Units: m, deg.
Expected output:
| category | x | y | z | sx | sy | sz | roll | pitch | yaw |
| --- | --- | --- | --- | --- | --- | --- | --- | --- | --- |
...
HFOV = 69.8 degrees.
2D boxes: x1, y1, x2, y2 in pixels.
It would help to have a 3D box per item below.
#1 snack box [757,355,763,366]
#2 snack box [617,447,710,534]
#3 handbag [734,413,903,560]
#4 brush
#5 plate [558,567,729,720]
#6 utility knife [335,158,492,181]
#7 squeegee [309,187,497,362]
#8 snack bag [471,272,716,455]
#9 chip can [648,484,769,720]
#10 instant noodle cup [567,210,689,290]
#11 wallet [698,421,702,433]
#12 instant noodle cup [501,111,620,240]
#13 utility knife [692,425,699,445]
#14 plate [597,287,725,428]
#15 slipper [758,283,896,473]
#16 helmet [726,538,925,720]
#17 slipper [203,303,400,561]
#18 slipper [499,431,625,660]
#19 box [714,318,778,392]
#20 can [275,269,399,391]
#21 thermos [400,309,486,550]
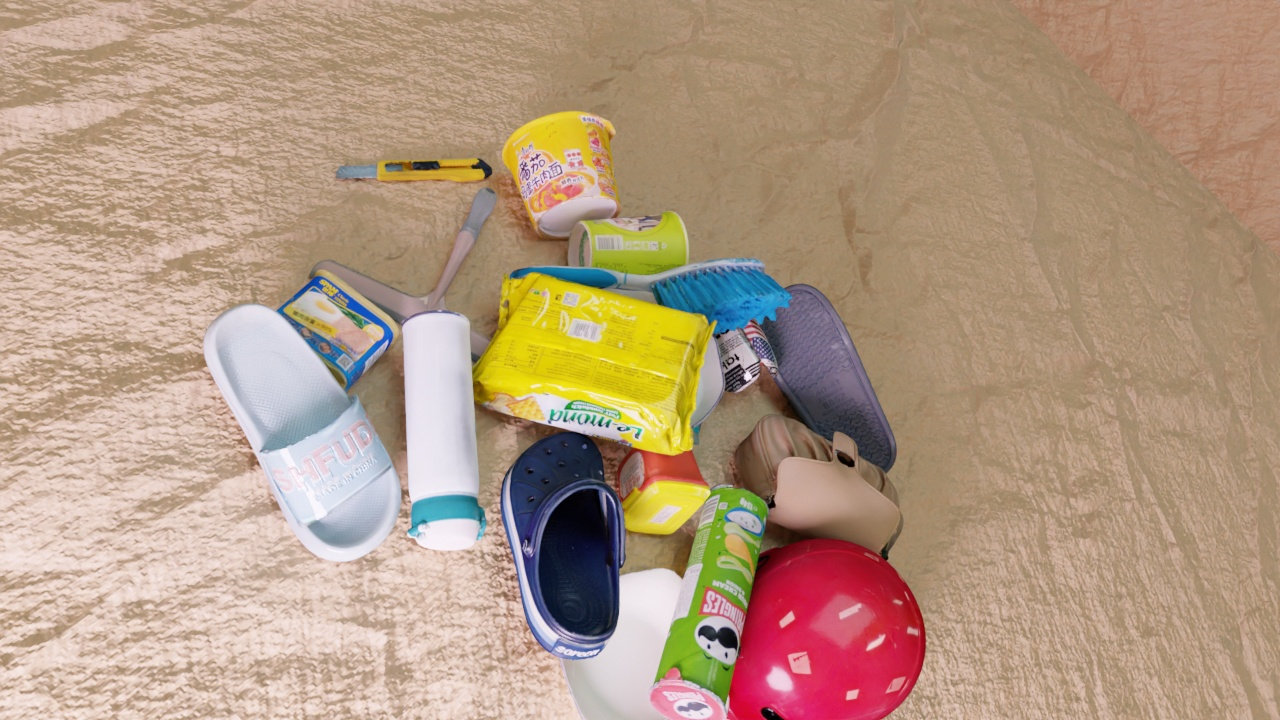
| category | x | y | z | sx | sy | sz | roll | pitch | yaw |
| --- | --- | --- | --- | --- | --- | --- | --- | --- | --- |
| snack box | 0.091 | -0.050 | 1.183 | 0.076 | 0.027 | 0.155 | -15 | 68 | -39 |
| snack box | 0.018 | 0.128 | 0.965 | 0.082 | 0.091 | 0.080 | 11 | 47 | -28 |
| handbag | 0.213 | 0.146 | 1.065 | 0.204 | 0.100 | 0.147 | 27 | 32 | -14 |
| brush | 0.015 | -0.079 | 1.053 | 0.314 | 0.061 | 0.109 | -10 | 56 | -21 |
| plate | -0.005 | 0.287 | 0.872 | 0.163 | 0.034 | 0.164 | -4 | 61 | -36 |
| utility knife | -0.263 | -0.224 | 1.082 | 0.201 | 0.015 | 0.033 | -12 | 63 | -38 |
| squeegee | -0.203 | -0.127 | 1.037 | 0.247 | 0.040 | 0.248 | 28 | 47 | -14 |
| snack bag | -0.048 | -0.005 | 0.952 | 0.246 | 0.068 | 0.157 | 14 | 60 | 7 |
| chip can | 0.071 | 0.229 | 0.890 | 0.072 | 0.072 | 0.235 | 32 | 44 | -10 |
| instant noodle cup | -0.020 | -0.128 | 1.118 | 0.123 | 0.112 | 0.111 | -2 | 60 | -24 |
| wallet | 0.035 | 0.035 | 1.094 | 0.097 | 0.019 | 0.120 | 29 | 49 | -10 |
| instant noodle cup | -0.089 | -0.219 | 1.118 | 0.137 | 0.138 | 0.109 | -4 | 69 | -36 |
| utility knife | 0.051 | 0.021 | 1.091 | 0.029 | 0.013 | 0.182 | 14 | 51 | -23 |
| plate | -0.006 | 0.006 | 1.043 | 0.204 | 0.046 | 0.204 | 9 | 52 | -12 |
| slipper | 0.235 | 0.033 | 1.185 | 0.111 | 0.083 | 0.268 | -27 | 87 | 1 |
| helmet | 0.192 | 0.279 | 0.937 | 0.239 | 0.144 | 0.207 | -16 | 71 | -39 |
| slipper | -0.288 | 0.056 | 0.798 | 0.103 | 0.074 | 0.245 | -33 | 93 | -36 |
| slipper | -0.069 | 0.154 | 0.861 | 0.105 | 0.095 | 0.252 | 15 | 38 | -22 |
| box | 0.110 | -0.039 | 1.136 | 0.086 | 0.076 | 0.162 | -1 | 55 | -52 |
| can | -0.301 | -0.025 | 0.886 | 0.102 | 0.057 | 0.083 | 38 | 48 | -4 |
| thermos | -0.187 | 0.067 | 0.874 | 0.073 | 0.073 | 0.224 | 5 | 65 | -31 |
